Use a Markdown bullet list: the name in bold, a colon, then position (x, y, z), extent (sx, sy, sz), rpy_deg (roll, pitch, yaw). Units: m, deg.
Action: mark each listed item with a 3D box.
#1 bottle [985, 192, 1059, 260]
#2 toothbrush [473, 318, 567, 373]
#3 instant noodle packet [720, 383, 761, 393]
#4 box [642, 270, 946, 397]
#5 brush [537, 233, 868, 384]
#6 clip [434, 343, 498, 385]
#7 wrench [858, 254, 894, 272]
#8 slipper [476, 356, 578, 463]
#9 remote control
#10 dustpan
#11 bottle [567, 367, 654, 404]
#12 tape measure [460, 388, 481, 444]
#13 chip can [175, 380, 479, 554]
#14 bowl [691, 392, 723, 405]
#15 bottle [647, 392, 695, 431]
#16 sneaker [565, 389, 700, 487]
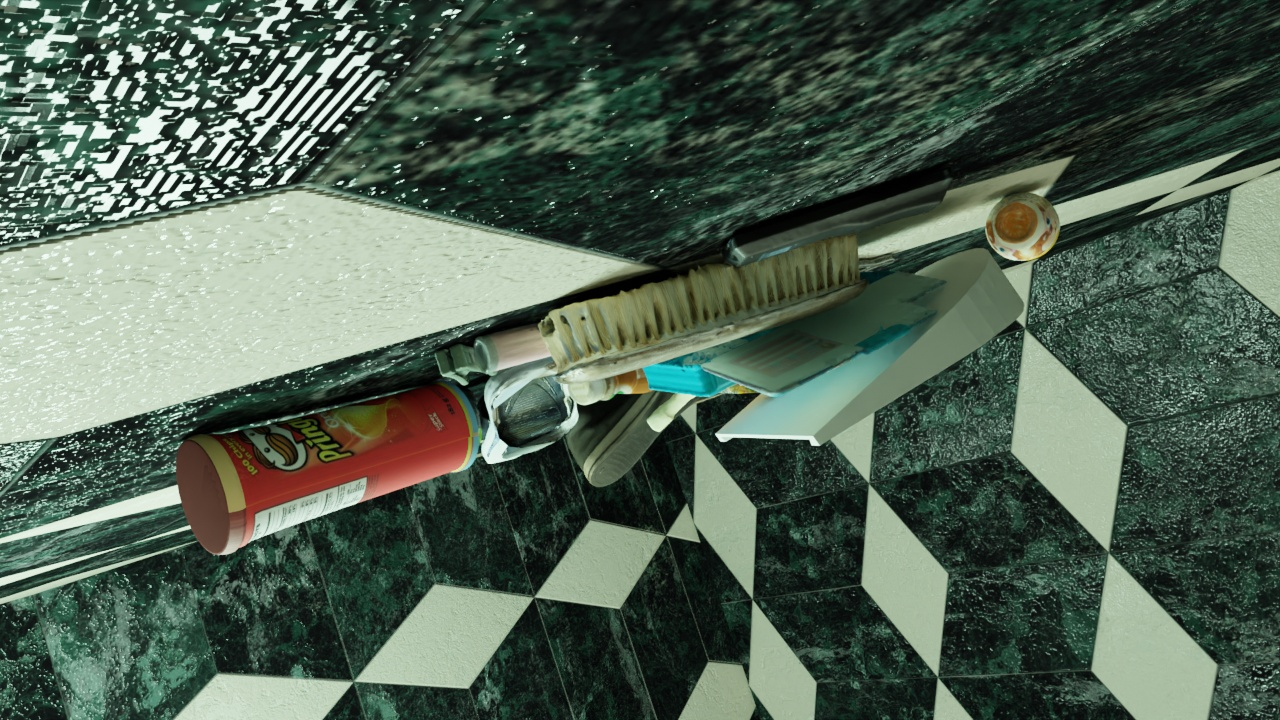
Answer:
- **bottle**: position (0.352, -0.124, 0.848), extent (0.063, 0.063, 0.109), rpy_deg (-21, 174, 26)
- **toothbrush**: position (-0.023, -0.029, 0.697), extent (0.222, 0.027, 0.027), rpy_deg (-17, 150, -34)
- **instant noodle packet**: position (0.094, -0.013, 0.865), extent (0.099, 0.040, 0.135), rpy_deg (-5, -150, 17)
- **box**: position (0.136, -0.026, 0.750), extent (0.226, 0.039, 0.182), rpy_deg (-25, -164, -27)
- **brush**: position (0.055, -0.040, 0.669), extent (0.270, 0.056, 0.083), rpy_deg (-17, 180, -27)
- **clip**: position (-0.128, 0.002, 0.671), extent (0.037, 0.023, 0.075), rpy_deg (-18, 174, 3)
- **wrench**: position (0.200, -0.094, 0.932), extent (0.070, 0.010, 0.272), rpy_deg (-21, 175, 32)
- **slipper**: position (-0.118, 0.039, 0.933), extent (0.111, 0.063, 0.264), rpy_deg (-21, 164, -14)
- **remote control**: position (0.128, -0.090, 0.597), extent (0.150, 0.022, 0.047), rpy_deg (-18, 176, -5)
- **dustpan**: position (0.208, 0.003, 0.785), extent (0.257, 0.053, 0.192), rpy_deg (-40, -173, -15)
- **bottle**: position (-0.005, 0.005, 0.881), extent (0.059, 0.059, 0.166), rpy_deg (-22, 180, 40)
- **tape measure**: position (-0.179, 0.059, 0.909), extent (0.035, 0.058, 0.066), rpy_deg (-13, 178, -16)
- **chip can**: position (-0.236, 0.076, 0.716), extent (0.212, 0.087, 0.087), rpy_deg (-16, 175, -46)
- **bowl**: position (0.031, 0.035, 1.237), extent (0.162, 0.070, 0.162), rpy_deg (-19, 176, -2)
- **bottle**: position (0.074, 0.008, 0.966), extent (0.185, 0.045, 0.045), rpy_deg (-46, 166, 18)
- **sneaker**: position (-0.006, 0.021, 1.052), extent (0.235, 0.120, 0.095), rpy_deg (-48, 151, 3)
